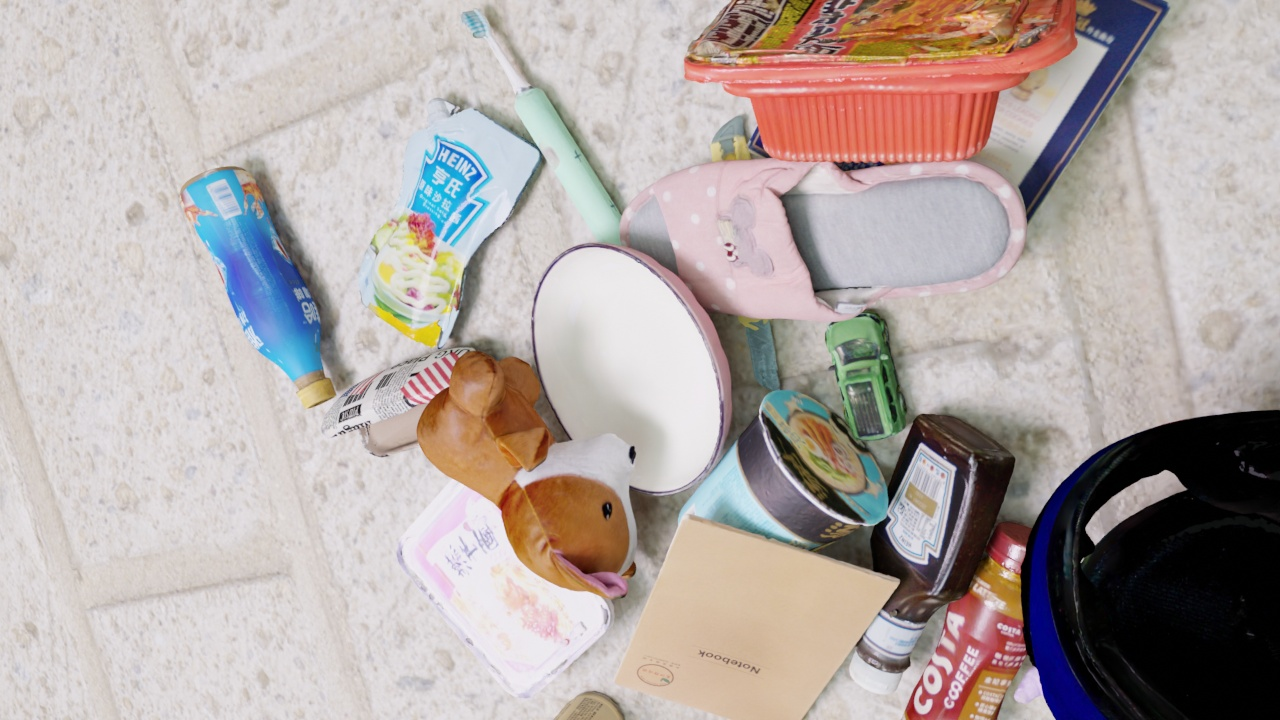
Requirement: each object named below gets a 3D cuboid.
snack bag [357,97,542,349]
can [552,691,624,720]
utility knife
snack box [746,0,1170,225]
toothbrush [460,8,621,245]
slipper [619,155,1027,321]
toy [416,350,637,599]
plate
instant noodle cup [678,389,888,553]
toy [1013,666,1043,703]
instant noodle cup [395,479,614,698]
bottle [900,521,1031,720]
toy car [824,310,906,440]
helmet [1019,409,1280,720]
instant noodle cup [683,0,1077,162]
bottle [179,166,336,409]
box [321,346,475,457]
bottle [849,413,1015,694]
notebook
[{"bbox_3d":[-0.162,-0.112,0.741,0.110,0.038,0.191,38,112,23],"label":"snack bag"},{"bbox_3d":[-0.060,0.323,0.743,0.059,0.116,0.058,5,104,22],"label":"can"},{"bbox_3d":[0.077,-0.073,0.660,0.031,0.020,0.198,-6,103,30],"label":"utility knife"},{"bbox_3d":[0.187,-0.171,0.571,0.178,0.045,0.183,34,112,14],"label":"snack box"},{"bbox_3d":[-0.069,-0.172,0.692,0.224,0.027,0.027,58,142,3],"label":"toothbrush"},{"bbox_3d":[0.100,-0.076,0.588,0.275,0.054,0.114,2,118,32],"label":"slipper"},{"bbox_3d":[-0.067,0.085,0.672,0.130,0.140,0.199,-35,82,8],"label":"toy"},{"bbox_3d":[-0.004,0.004,0.670,0.192,0.038,0.193,23,125,38],"label":"plate"},{"bbox_3d":[0.092,0.100,0.644,0.111,0.111,0.121,46,122,9],"label":"instant noodle cup"},{"bbox_3d":[0.314,0.209,0.601,0.108,0.039,0.084,23,90,19],"label":"toy"},{"bbox_3d":[-0.105,0.175,0.763,0.173,0.060,0.138,48,115,9],"label":"instant noodle cup"},{"bbox_3d":[0.230,0.194,0.623,0.057,0.057,0.175,21,108,18],"label":"bottle"},{"bbox_3d":[0.154,0.012,0.631,0.043,0.036,0.091,-14,91,26],"label":"toy car"},{"bbox_3d":[0.340,0.159,0.463,0.316,0.241,0.246,14,68,13],"label":"helmet"},{"bbox_3d":[0.133,-0.166,0.496,0.189,0.164,0.079,5,130,25],"label":"instant noodle cup"},{"bbox_3d":[-0.328,-0.061,0.808,0.065,0.065,0.218,-26,91,26],"label":"bottle"},{"bbox_3d":[-0.196,0.032,0.758,0.163,0.087,0.076,-17,79,29],"label":"box"},{"bbox_3d":[0.187,0.137,0.622,0.044,0.080,0.195,7,109,-23],"label":"bottle"},{"bbox_3d":[0.073,0.197,0.656,0.148,0.008,0.208,18,129,-1],"label":"notebook"}]
